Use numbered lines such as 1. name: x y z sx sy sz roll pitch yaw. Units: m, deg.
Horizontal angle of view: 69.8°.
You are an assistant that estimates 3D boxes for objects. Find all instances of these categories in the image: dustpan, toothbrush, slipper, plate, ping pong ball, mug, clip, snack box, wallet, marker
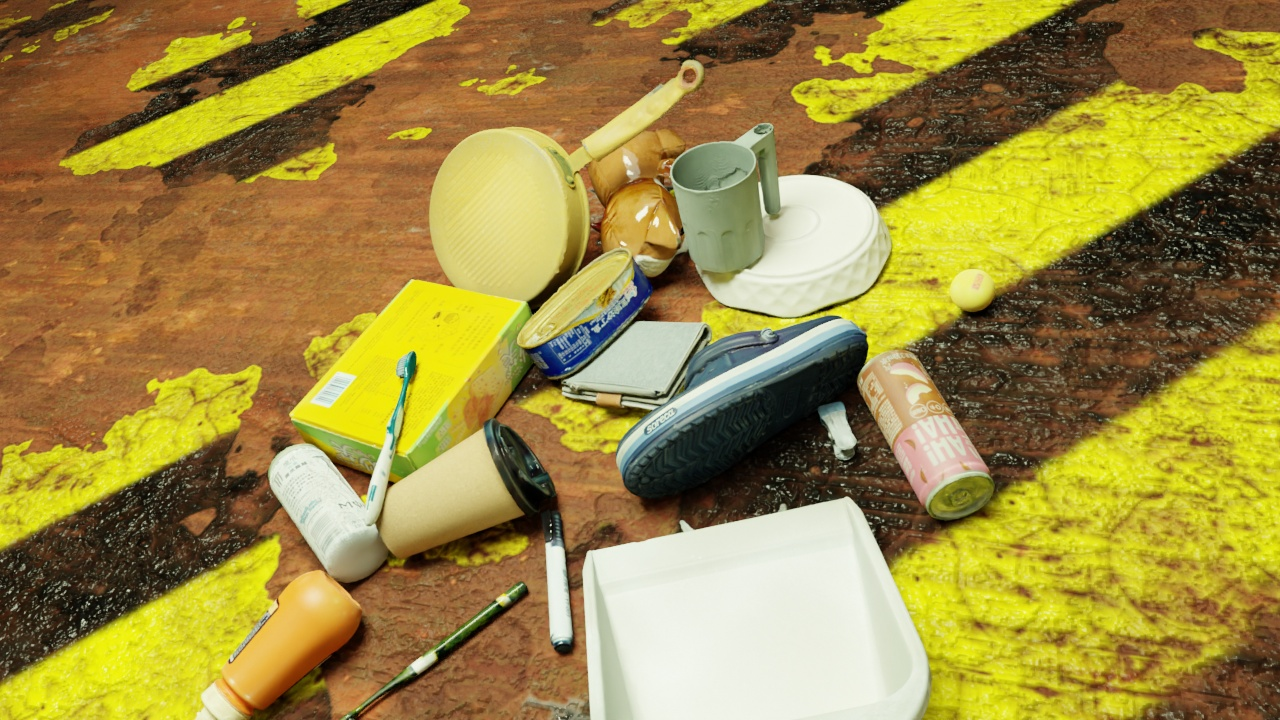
1. dustpan: 0.068 0.176 0.597 0.223 0.143 0.257 -12 46 2
2. toothbrush: -0.224 0.065 0.816 0.018 0.016 0.191 -14 46 18
3. slipper: 0.082 0.022 0.799 0.252 0.105 0.095 -28 52 -14
4. plate: 0.159 -0.131 0.974 0.205 0.046 0.204 -9 45 9
5. ping pong ball: 0.313 -0.066 0.866 0.040 0.040 0.040 -9 44 8
6. mug: 0.094 -0.162 0.918 0.123 0.103 0.084 -38 47 -21
7. clip: 0.172 0.061 0.798 0.025 0.036 0.057 -11 44 3
8. snack box: -0.218 0.020 0.919 0.158 0.070 0.209 12 51 27
9. toothbrush: -0.165 0.238 0.728 0.185 0.012 0.017 -35 53 -19
10. wallet: -0.005 0.005 0.890 0.130 0.037 0.106 4 49 39
11. marker: -0.070 0.177 0.753 0.018 0.022 0.130 -34 39 20

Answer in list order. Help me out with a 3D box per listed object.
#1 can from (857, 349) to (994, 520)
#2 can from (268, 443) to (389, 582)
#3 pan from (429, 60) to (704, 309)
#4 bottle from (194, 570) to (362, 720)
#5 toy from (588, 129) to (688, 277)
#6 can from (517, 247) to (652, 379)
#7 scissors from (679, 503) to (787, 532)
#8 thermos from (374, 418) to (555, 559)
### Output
1. can: 0.231 0.057 0.755 0.058 0.058 0.147 -17 44 0
2. can: -0.285 0.136 0.832 0.058 0.058 0.147 -37 47 -19
3. pan: -0.081 -0.194 0.963 0.358 0.078 0.197 -36 79 31
4. bottle: -0.295 0.240 0.734 0.067 0.067 0.149 30 68 37
5. toy: 0.004 -0.163 1.016 0.130 0.140 0.199 20 42 -22
6. can: -0.054 -0.047 0.917 0.148 0.049 0.075 -45 30 -17
7. scissors: 0.087 0.206 0.677 0.232 0.022 0.220 25 57 33
8. thermos: -0.155 0.115 0.799 0.143 0.093 0.093 -27 44 1
